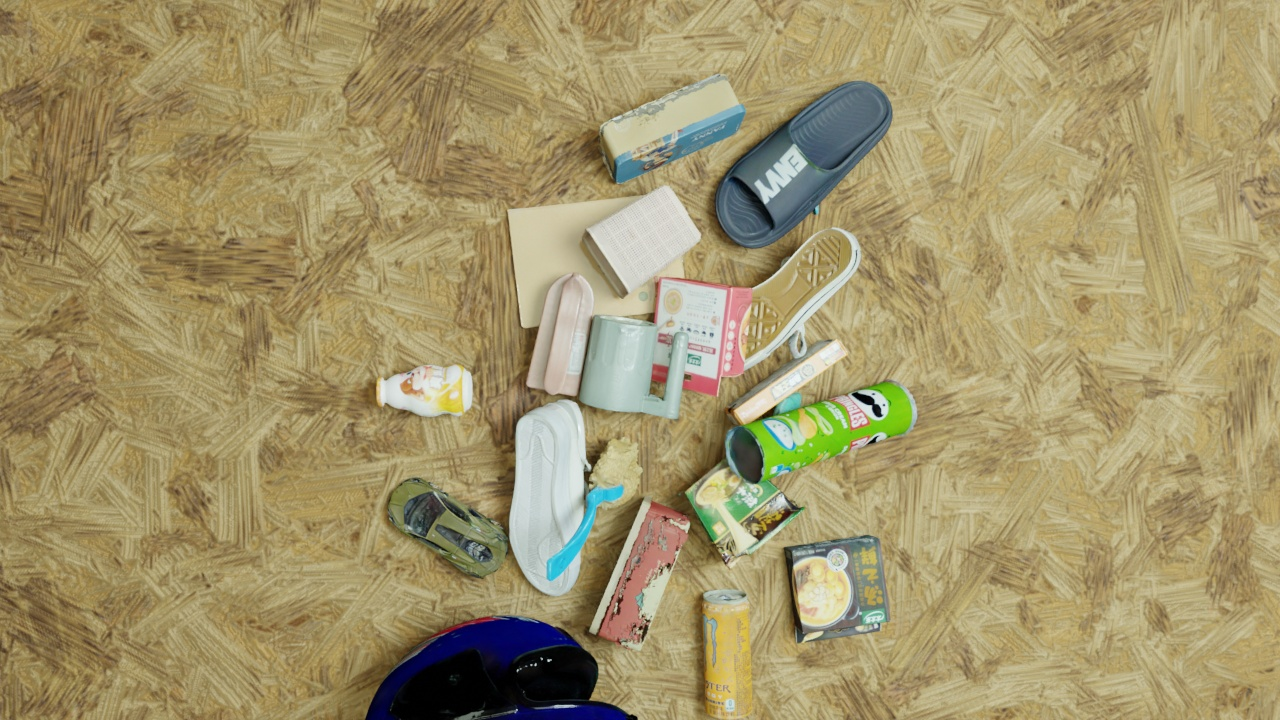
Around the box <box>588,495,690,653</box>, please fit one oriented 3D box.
[{"bbox_3d":[0.008,0.256,1.096,0.080,0.091,0.168,22,89,3],"label":"box"}]

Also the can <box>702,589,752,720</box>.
[{"bbox_3d":[0.106,0.359,1.123,0.058,0.058,0.146,-2,91,-4],"label":"can"}]

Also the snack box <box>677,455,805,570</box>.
[{"bbox_3d":[0.116,0.171,1.101,0.117,0.118,0.105,-39,83,-3],"label":"snack box"}]

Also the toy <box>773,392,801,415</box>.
[{"bbox_3d":[0.168,0.085,1.121,0.030,0.096,0.092,24,107,21],"label":"toy"}]

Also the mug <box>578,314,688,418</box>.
[{"bbox_3d":[-0.006,0.006,1.083,0.124,0.083,0.103,11,98,18],"label":"mug"}]

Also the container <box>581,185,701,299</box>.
[{"bbox_3d":[0.002,-0.142,1.086,0.111,0.090,0.090,-34,93,-6],"label":"container"}]

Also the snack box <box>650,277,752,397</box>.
[{"bbox_3d":[0.069,-0.030,1.086,0.044,0.113,0.127,-3,103,-47],"label":"snack box"}]

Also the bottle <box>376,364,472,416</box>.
[{"bbox_3d":[-0.256,0.036,1.089,0.108,0.063,0.063,-1,91,-4],"label":"bottle"}]

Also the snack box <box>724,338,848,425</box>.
[{"bbox_3d":[0.175,0.026,1.115,0.153,0.075,0.026,-35,92,-3],"label":"snack box"}]

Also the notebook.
[{"bbox_3d":[-0.052,-0.124,1.130,0.207,0.008,0.148,-7,91,-4],"label":"notebook"}]

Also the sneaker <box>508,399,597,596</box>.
[{"bbox_3d":[-0.100,0.161,1.103,0.090,0.090,0.242,10,110,25],"label":"sneaker"}]

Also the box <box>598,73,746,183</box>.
[{"bbox_3d":[0.041,-0.278,1.095,0.184,0.090,0.059,-22,86,-2],"label":"box"}]

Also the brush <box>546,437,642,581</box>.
[{"bbox_3d":[-0.051,0.166,1.028,0.046,0.254,0.083,9,114,14],"label":"brush"}]

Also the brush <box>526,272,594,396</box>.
[{"bbox_3d":[-0.091,-0.033,1.090,0.063,0.073,0.146,12,96,-6],"label":"brush"}]

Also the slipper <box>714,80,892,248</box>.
[{"bbox_3d":[0.196,-0.251,1.103,0.268,0.083,0.110,-42,78,-6],"label":"slipper"}]

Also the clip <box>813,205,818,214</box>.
[{"bbox_3d":[0.211,-0.209,1.147,0.043,0.014,0.056,-2,89,-5],"label":"clip"}]

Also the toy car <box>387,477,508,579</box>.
[{"bbox_3d":[-0.233,0.202,1.106,0.158,0.042,0.070,32,88,-1],"label":"toy car"}]

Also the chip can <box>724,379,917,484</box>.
[{"bbox_3d":[0.214,0.082,1.078,0.235,0.072,0.072,-14,92,-28],"label":"chip can"}]

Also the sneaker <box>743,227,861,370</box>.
[{"bbox_3d":[0.170,-0.063,1.105,0.241,0.087,0.118,-41,66,19],"label":"sneaker"}]

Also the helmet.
[{"bbox_3d":[-0.148,0.403,1.012,0.315,0.248,0.240,-16,48,1],"label":"helmet"}]

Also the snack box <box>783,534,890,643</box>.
[{"bbox_3d":[0.245,0.287,1.141,0.113,0.053,0.125,-8,86,-4],"label":"snack box"}]
